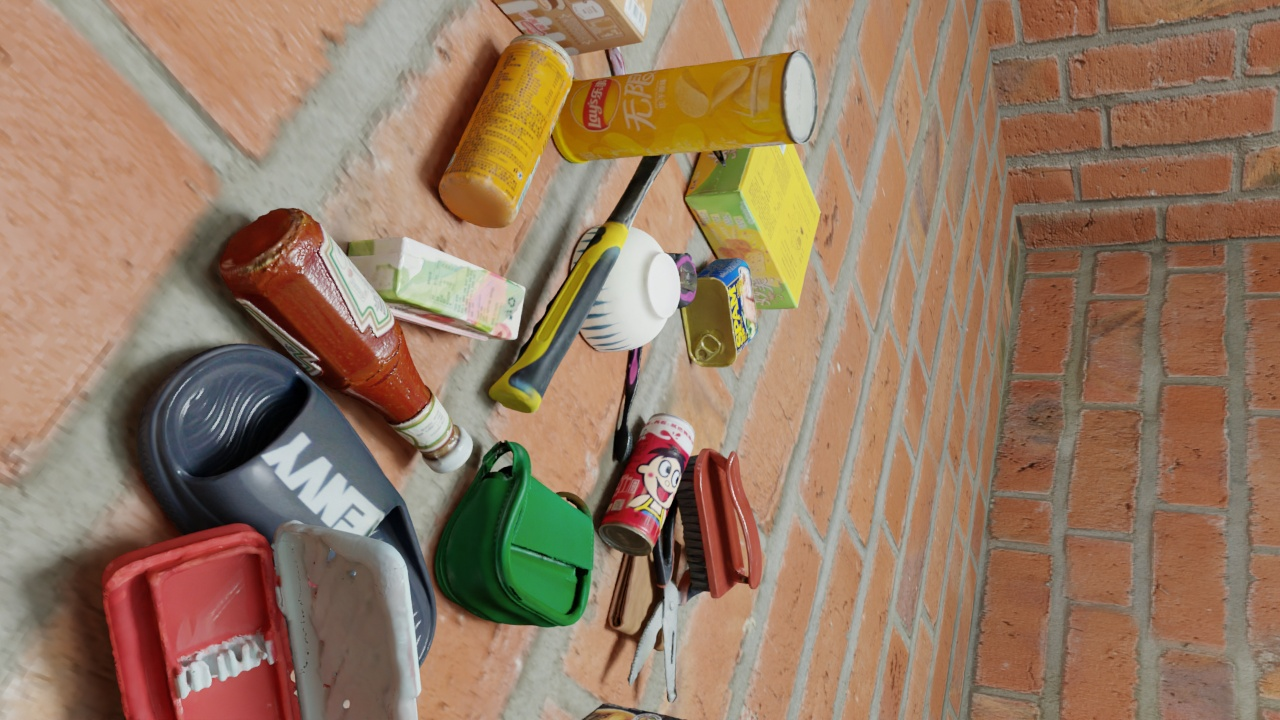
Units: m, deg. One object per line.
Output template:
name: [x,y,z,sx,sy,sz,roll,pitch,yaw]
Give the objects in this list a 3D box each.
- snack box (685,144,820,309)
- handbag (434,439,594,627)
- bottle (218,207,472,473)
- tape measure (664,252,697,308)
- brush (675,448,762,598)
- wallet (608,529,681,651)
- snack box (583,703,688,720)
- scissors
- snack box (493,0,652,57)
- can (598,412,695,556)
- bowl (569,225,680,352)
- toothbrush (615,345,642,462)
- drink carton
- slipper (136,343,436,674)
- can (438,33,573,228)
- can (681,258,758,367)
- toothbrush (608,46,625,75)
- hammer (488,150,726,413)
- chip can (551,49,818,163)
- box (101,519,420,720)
snack box: [0.138,-0.180,1.073,0.210,0.070,0.157,53,47,-47]
handbag: [-0.089,0.138,0.700,0.131,0.068,0.120,49,42,-48]
bottle: [-0.167,-0.001,0.560,0.206,0.060,0.059,60,42,-42]
tape measure: [0.033,-0.080,0.923,0.057,0.039,0.057,11,81,-60]
brush: [0.080,0.158,0.915,0.063,0.069,0.146,-20,102,-56]
wallet: [0.009,0.221,0.913,0.101,0.020,0.115,46,50,-52]
snack box: [-0.013,0.349,0.781,0.125,0.113,0.053,-10,98,-60]
scissors: [0.032,0.221,0.912,0.224,0.015,0.189,-43,120,-50]
snack box: [-0.052,-0.300,0.714,0.092,0.094,0.077,33,62,-55]
can: [0.009,0.116,0.872,0.053,0.053,0.132,62,41,-40]
bowl: [-0.006,-0.066,0.829,0.116,0.066,0.116,-1,91,-60]
toothbrush: [-0.005,0.005,0.887,0.018,0.014,0.189,37,58,-66]
drink carton: [-0.136,-0.044,0.616,0.122,0.054,0.045,20,74,-58]
slipper: [-0.172,0.101,0.533,0.110,0.083,0.268,-60,141,-43]
can: [-0.097,-0.170,0.677,0.058,0.058,0.145,52,48,-48]
can: [0.089,-0.055,1.005,0.083,0.057,0.102,-42,127,-55]
toothbrush: [-0.021,-0.284,0.849,0.017,0.016,0.188,-60,140,-52]
hammer: [-0.028,-0.095,0.762,0.322,0.126,0.032,-63,142,-27]
chip can: [0.031,-0.201,0.742,0.072,0.214,0.072,-10,102,-58]
box: [-0.180,0.178,0.465,0.074,0.154,0.201,-112,-159,-70]
